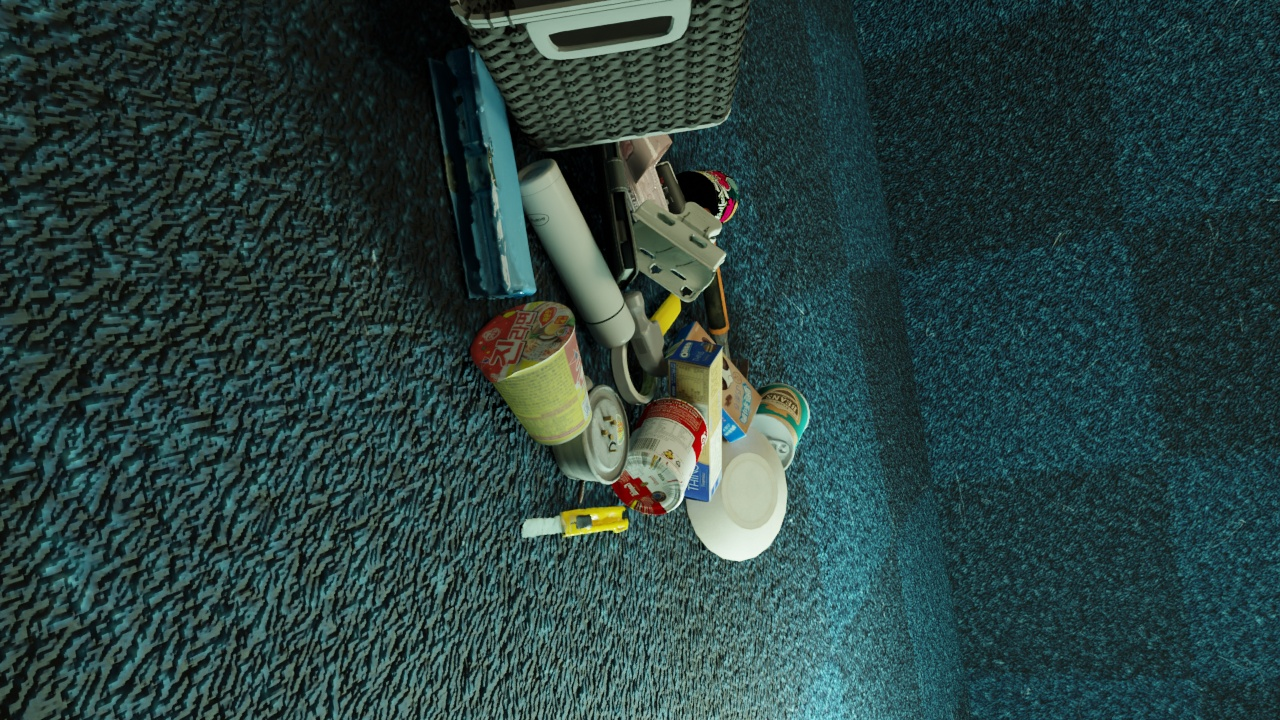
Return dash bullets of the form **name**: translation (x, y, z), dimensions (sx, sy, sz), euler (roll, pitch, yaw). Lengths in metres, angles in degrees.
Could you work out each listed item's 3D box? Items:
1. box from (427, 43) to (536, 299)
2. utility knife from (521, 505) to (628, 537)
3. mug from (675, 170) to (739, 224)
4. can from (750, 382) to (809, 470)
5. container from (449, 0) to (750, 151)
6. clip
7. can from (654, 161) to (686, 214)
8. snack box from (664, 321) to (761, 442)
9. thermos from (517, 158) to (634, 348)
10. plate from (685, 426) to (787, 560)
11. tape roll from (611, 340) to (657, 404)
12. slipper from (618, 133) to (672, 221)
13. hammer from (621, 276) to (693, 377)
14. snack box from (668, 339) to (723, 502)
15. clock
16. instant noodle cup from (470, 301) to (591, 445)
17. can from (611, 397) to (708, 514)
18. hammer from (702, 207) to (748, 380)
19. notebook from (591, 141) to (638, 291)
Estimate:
- **box**: translation (-0.151, -0.173, 0.877), dimensions (0.093, 0.054, 0.231), euler (-20, 100, -81)
- **utility knife**: translation (-0.064, 0.171, 0.962), dimensions (0.217, 0.019, 0.030), euler (9, 65, -60)
- **mug**: translation (0.084, -0.215, 1.323), dimensions (0.098, 0.082, 0.118), euler (-26, 133, -63)
- **can**: translation (0.197, 0.104, 1.400), dimensions (0.143, 0.099, 0.099), euler (-43, 120, -64)
- **container**: translation (-0.033, -0.363, 0.858), dimensions (0.244, 0.247, 0.245), euler (73, 9, -74)
- **clip**: translation (0.054, -0.157, 1.147), dimensions (0.126, 0.099, 0.151), euler (37, 57, 6)
- **can**: translation (0.040, -0.231, 1.265), dimensions (0.031, 0.032, 0.080), euler (-26, 95, -63)
- **snack box**: translation (0.099, 0.029, 1.252), dimensions (0.151, 0.034, 0.087), euler (49, 39, -15)
- **thermos**: translation (-0.068, -0.109, 0.997), dimensions (0.224, 0.052, 0.052), euler (63, 31, -32)
- **plate**: translation (0.143, 0.180, 1.266), dimensions (0.188, 0.027, 0.188), euler (6, 79, -36)
- **tape roll**: translation (-0.007, 0.007, 1.123), dimensions (0.093, 0.018, 0.093), euler (32, 53, -57)
- **slipper**: translation (0.005, -0.268, 1.186), dimensions (0.239, 0.064, 0.094), euler (69, 28, -25)
- **hammer**: translation (0.046, -0.077, 1.220), dimensions (0.322, 0.029, 0.127), euler (-53, 129, -61)
- **snack box**: translation (0.069, 0.078, 1.144), dimensions (0.056, 0.057, 0.207), euler (-52, 147, -52)
- **clock**: translation (-0.054, 0.066, 0.965), dimensions (0.103, 0.056, 0.148), euler (-47, 126, -58)
- **instant noodle cup**: translation (-0.093, 0.017, 0.870), dimensions (0.100, 0.100, 0.112), euler (-71, 150, -44)
- **can**: translation (0.023, 0.111, 1.072), dimensions (0.087, 0.087, 0.116), euler (68, 28, -24)
- **hammer**: translation (0.113, -0.072, 1.314), dimensions (0.137, 0.035, 0.315), euler (-64, 147, -53)
- **notebook**: translation (-0.034, -0.190, 1.041), dimensions (0.169, 0.029, 0.209), euler (155, -76, -84)
